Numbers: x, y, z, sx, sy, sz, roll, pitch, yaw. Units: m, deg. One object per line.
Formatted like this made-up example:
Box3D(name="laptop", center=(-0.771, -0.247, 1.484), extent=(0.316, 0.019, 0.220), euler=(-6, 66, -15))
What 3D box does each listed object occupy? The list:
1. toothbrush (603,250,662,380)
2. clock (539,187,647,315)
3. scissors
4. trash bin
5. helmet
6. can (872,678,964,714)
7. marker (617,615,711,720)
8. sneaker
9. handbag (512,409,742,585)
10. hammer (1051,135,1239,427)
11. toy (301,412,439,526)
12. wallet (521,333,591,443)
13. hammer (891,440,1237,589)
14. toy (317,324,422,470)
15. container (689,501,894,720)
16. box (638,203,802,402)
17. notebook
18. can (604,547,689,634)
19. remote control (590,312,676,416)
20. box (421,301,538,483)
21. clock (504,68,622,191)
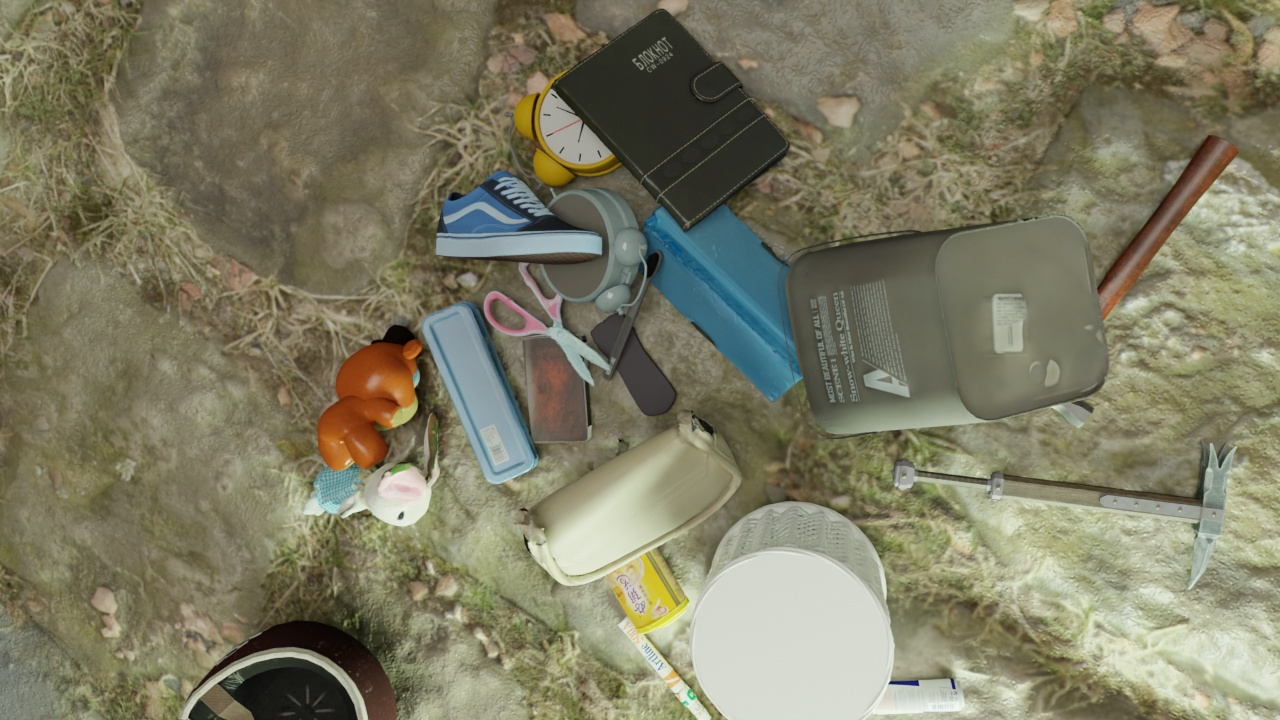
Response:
Box3D(name="toothbrush", center=(-0.010, -0.046, 0.987), extent=(0.013, 0.013, 0.168), euler=(34, 123, 18))
Box3D(name="clock", center=(-0.049, -0.115, 0.974), extent=(0.159, 0.045, 0.123), euler=(40, 123, 34))
Box3D(name="scissors", center=(-0.087, -0.049, 1.021), extent=(0.179, 0.016, 0.108), euler=(34, 87, 17))
Box3D(name="trash bin", center=(0.268, -0.031, 0.822), extent=(0.197, 0.220, 0.197), euler=(-12, 92, -18))
Box3D(name="helmet", center=(-0.384, 0.414, 1.009), extent=(0.233, 0.254, 0.233), euler=(43, 76, 1))
Box3D(name="can", center=(0.292, 0.357, 0.974), extent=(0.095, 0.032, 0.032), euler=(-7, 92, 12))
Box3D(name="marker", center=(0.027, 0.350, 1.038), extent=(0.017, 0.017, 0.145), euler=(-42, 85, 11))
Box3D(name="sneaker", center=(-0.135, -0.153, 0.965), extent=(0.242, 0.083, 0.098), euler=(9, 95, 43))
Box3D(name="handbag", center=(-0.023, 0.119, 0.929), extent=(0.228, 0.184, 0.132), euler=(-34, 65, -12))
Box3D(name="hammer", center=(0.478, -0.087, 0.907), extent=(0.111, 0.028, 0.301), euler=(35, 100, 7))
Box3D(name="toy", center=(-0.307, 0.157, 1.062), extent=(0.206, 0.130, 0.106), euler=(-22, 110, 24))
Box3D(name="wallet", center=(-0.094, 0.032, 1.041), extent=(0.072, 0.019, 0.123), euler=(-3, 93, 12))
Box3D(name="hammer", center=(0.418, 0.139, 0.934), extent=(0.317, 0.028, 0.147), euler=(6, 94, 12))
Box3D(name="toy", center=(-0.301, 0.039, 1.031), extent=(0.112, 0.096, 0.175), euler=(-7, 65, 43))
Box3D(name="container", center=(0.152, 0.253, 0.917), extent=(0.189, 0.186, 0.189), euler=(1, 94, 12))
Box3D(name="box", center=(0.097, -0.068, 0.983), extent=(0.231, 0.094, 0.110), euler=(44, 141, 5))
Box3D(name="notebook", center=(0.037, -0.255, 0.955), extent=(0.169, 0.029, 0.209), euler=(-40, 87, -19))
Box3D(name="can", center=(0.001, 0.241, 1.011), extent=(0.068, 0.067, 0.105), euler=(-32, 87, 12))
Box3D(name="remote control", center=(-0.006, 0.006, 1.025), extent=(0.046, 0.009, 0.124), euler=(-35, 86, 12))
Box3D(name="box", center=(-0.180, 0.036, 1.051), extent=(0.069, 0.064, 0.210), euler=(-23, 91, -4))
Box3D(name="clock", center=(-0.071, -0.255, 1.002), extent=(0.152, 0.052, 0.113), euler=(-23, 89, 9))
